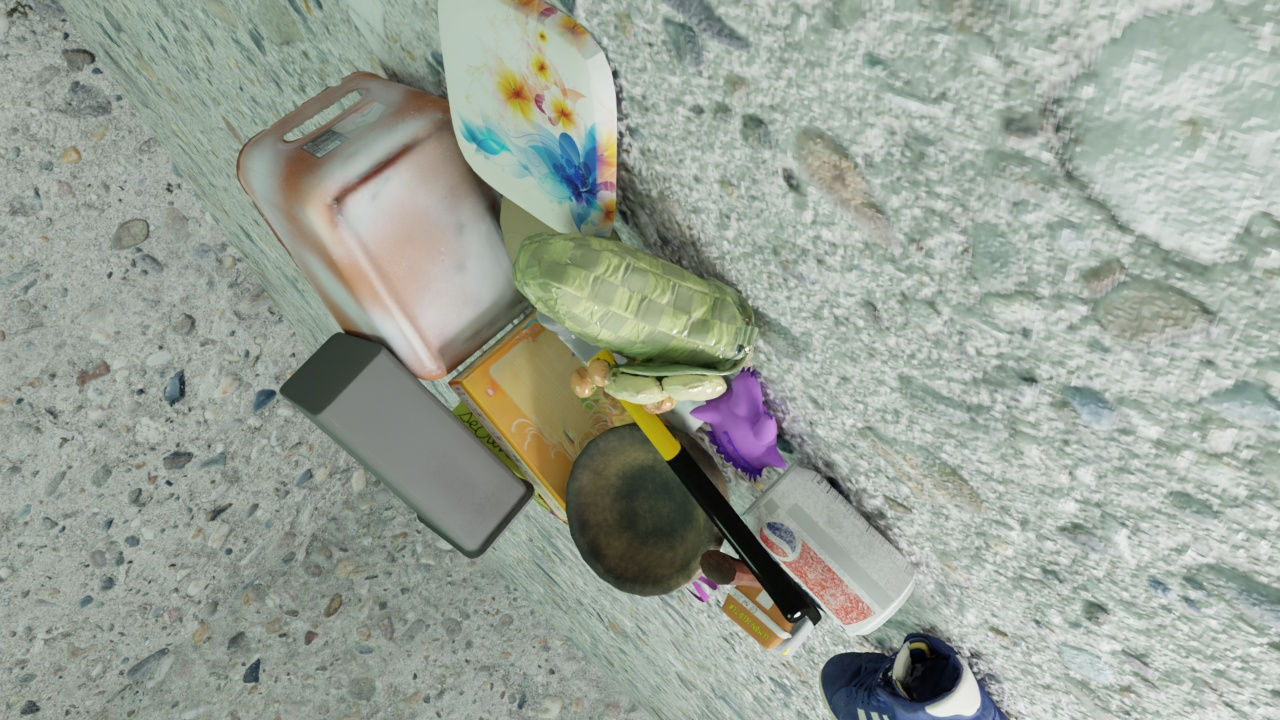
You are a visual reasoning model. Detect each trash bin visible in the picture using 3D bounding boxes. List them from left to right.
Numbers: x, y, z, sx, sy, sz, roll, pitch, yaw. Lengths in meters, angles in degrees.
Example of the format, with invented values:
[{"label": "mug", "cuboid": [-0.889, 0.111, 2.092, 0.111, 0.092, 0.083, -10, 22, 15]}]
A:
[{"label": "trash bin", "cuboid": [-0.233, -0.125, 0.903, 0.157, 0.181, 0.260, 27, 150, 41]}, {"label": "trash bin", "cuboid": [-0.242, 0.083, 0.945, 0.220, 0.097, 0.192, 49, 161, -27]}]

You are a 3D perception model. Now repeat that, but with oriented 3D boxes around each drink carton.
[{"label": "drink carton", "cuboid": [0.142, 0.280, 1.002, 0.076, 0.048, 0.125, 36, 176, 29]}]

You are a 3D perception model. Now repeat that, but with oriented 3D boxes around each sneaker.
[{"label": "sneaker", "cuboid": [0.229, 0.301, 0.858, 0.118, 0.091, 0.233, 53, 159, -25]}]

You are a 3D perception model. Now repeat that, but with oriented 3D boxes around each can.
[{"label": "can", "cuboid": [0.156, 0.156, 0.766, 0.136, 0.078, 0.078, 45, 159, 9]}]

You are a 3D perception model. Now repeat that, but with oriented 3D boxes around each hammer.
[{"label": "hammer", "cuboid": [0.030, 0.080, 0.761, 0.323, 0.029, 0.127, 51, -176, 22]}, {"label": "hammer", "cuboid": [0.110, 0.201, 0.852, 0.111, 0.028, 0.300, 35, 179, 25]}]

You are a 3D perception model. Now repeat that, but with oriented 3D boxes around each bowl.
[{"label": "bowl", "cuboid": [-0.075, -0.095, 0.819, 0.152, 0.050, 0.152, 41, 158, 20]}, {"label": "bowl", "cuboid": [0.013, 0.137, 0.874, 0.162, 0.162, 0.070, 40, -159, 22]}]

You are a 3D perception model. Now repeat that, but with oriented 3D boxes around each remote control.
[{"label": "remote control", "cuboid": [0.032, 0.022, 0.843, 0.060, 0.028, 0.114, 33, 154, 35]}]

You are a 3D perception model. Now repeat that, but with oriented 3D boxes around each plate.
[{"label": "plate", "cuboid": [-0.090, -0.184, 0.688, 0.187, 0.016, 0.187, 36, 146, 27]}]

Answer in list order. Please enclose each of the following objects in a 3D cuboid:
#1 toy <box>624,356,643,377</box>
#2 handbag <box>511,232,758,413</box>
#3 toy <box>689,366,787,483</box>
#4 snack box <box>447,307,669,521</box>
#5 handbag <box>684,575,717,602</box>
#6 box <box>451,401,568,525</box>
[{"label": "toy", "cuboid": [-0.005, 0.005, 0.887, 0.049, 0.030, 0.112, 42, 160, 29]}, {"label": "handbag", "cuboid": [-0.013, -0.023, 0.690, 0.186, 0.116, 0.113, 22, 172, -20]}, {"label": "toy", "cuboid": [0.082, 0.057, 0.767, 0.088, 0.055, 0.106, 55, 159, -12]}, {"label": "snack box", "cuboid": [-0.081, 0.050, 0.956, 0.195, 0.144, 0.081, 53, 158, -14]}, {"label": "handbag", "cuboid": [0.031, 0.258, 1.232, 0.170, 0.068, 0.145, 40, 160, 3]}, {"label": "box", "cuboid": [-0.121, 0.101, 1.133, 0.221, 0.124, 0.082, 35, 160, 23]}]
